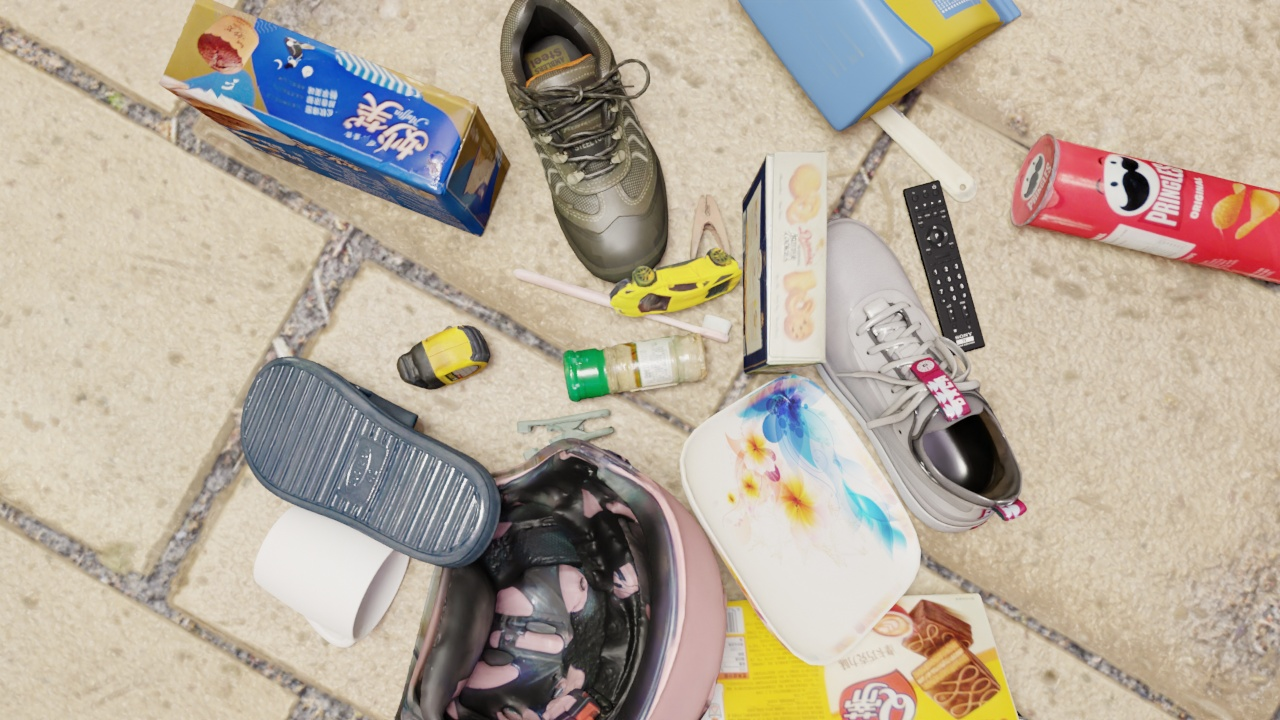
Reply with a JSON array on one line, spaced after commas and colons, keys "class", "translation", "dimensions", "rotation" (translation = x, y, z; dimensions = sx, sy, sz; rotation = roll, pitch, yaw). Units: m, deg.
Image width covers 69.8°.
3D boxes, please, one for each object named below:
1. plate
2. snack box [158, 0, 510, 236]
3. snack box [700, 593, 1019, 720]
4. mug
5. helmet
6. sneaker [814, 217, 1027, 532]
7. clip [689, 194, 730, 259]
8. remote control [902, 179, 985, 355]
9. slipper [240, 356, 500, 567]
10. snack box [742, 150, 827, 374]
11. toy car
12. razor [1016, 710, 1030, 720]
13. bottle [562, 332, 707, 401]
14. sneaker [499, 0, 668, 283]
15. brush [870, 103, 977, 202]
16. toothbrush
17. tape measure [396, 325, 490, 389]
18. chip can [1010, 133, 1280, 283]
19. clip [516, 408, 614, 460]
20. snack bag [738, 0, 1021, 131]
[{"class": "plate", "translation": [0.118, 0.111, 0.675], "dimensions": [0.186, 0.016, 0.187], "rotation": [-27, 82, -42]}, {"class": "snack box", "translation": [-0.211, -0.171, 0.674], "dimensions": [0.203, 0.155, 0.069], "rotation": [21, 88, 2]}, {"class": "snack box", "translation": [0.143, 0.237, 0.673], "dimensions": [0.230, 0.062, 0.109], "rotation": [-2, 46, 0]}, {"class": "mug", "translation": [-0.239, 0.171, 0.704], "dimensions": [0.088, 0.080, 0.114], "rotation": [23, 118, 7]}, {"class": "helmet", "translation": [-0.038, 0.186, 0.630], "dimensions": [0.256, 0.152, 0.229], "rotation": [-20, 52, 38]}, {"class": "sneaker", "translation": [0.199, 0.008, 0.679], "dimensions": [0.096, 0.129, 0.263], "rotation": [-26, 84, -4]}, {"class": "clip", "translation": [0.049, -0.102, 0.737], "dimensions": [0.039, 0.024, 0.060], "rotation": [-17, 77, -3]}, {"class": "remote control", "translation": [0.244, -0.074, 0.739], "dimensions": [0.030, 0.009, 0.140], "rotation": [-15, 89, -1]}, {"class": "slipper", "translation": [-0.197, 0.080, 0.689], "dimensions": [0.264, 0.082, 0.101], "rotation": [23, 85, 29]}, {"class": "snack box", "translation": [0.102, -0.064, 0.673], "dimensions": [0.042, 0.145, 0.144], "rotation": [0, 87, -1]}, {"class": "toy car", "translation": [0.027, -0.057, 0.711], "dimensions": [0.106, 0.049, 0.030], "rotation": [-14, 70, -13]}, {"class": "razor", "translation": [0.244, 0.333, 0.701], "dimensions": [0.060, 0.057, 0.156], "rotation": [21, 96, -27]}, {"class": "bottle", "translation": [-0.004, 0.004, 0.721], "dimensions": [0.111, 0.043, 0.043], "rotation": [-9, 87, -1]}, {"class": "sneaker", "translation": [-0.038, -0.179, 0.680], "dimensions": [0.101, 0.143, 0.238], "rotation": [-23, 88, -2]}, {"class": "brush", "translation": [0.192, -0.208, 0.748], "dimensions": [0.217, 0.012, 0.033], "rotation": [44, 87, 0]}, {"class": "toothbrush", "translation": [-0.015, -0.048, 0.738], "dimensions": [0.181, 0.016, 0.018], "rotation": [16, 80, 0]}, {"class": "tape measure", "translation": [-0.150, -0.004, 0.711], "dimensions": [0.064, 0.065, 0.037], "rotation": [-24, 83, 4]}, {"class": "chip can", "translation": [0.416, -0.113, 0.711], "dimensions": [0.233, 0.073, 0.073], "rotation": [13, 87, 0]}, {"class": "clip", "translation": [-0.062, 0.049, 0.730], "dimensions": [0.078, 0.023, 0.049], "rotation": [-25, 88, 1]}, {"class": "snack bag", "translation": [0.194, -0.294, 0.710], "dimensions": [0.204, 0.102, 0.159], "rotation": [-34, 87, -27]}]
